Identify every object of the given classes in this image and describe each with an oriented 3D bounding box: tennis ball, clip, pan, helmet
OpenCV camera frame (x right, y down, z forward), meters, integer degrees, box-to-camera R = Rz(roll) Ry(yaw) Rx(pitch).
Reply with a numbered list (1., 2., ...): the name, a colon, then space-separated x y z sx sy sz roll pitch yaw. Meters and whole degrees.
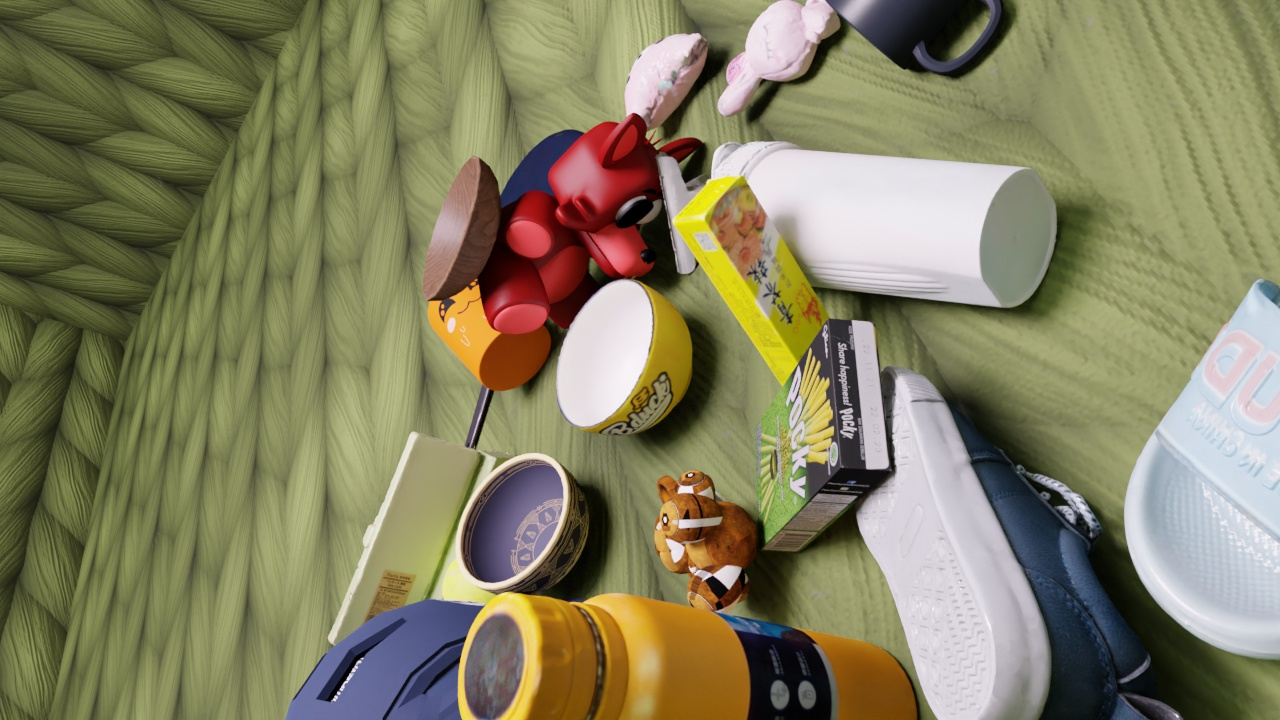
1. tennis ball: -0.132 0.189 0.765 0.065 0.065 0.065 -29 51 42
2. clip: 0.046 -0.119 0.708 0.054 0.102 0.040 -26 37 -17
3. pan: -0.130 -0.073 0.941 0.199 0.021 0.356 5 77 53
4. helmet: -0.123 0.263 0.626 0.233 0.223 0.271 -21 20 46

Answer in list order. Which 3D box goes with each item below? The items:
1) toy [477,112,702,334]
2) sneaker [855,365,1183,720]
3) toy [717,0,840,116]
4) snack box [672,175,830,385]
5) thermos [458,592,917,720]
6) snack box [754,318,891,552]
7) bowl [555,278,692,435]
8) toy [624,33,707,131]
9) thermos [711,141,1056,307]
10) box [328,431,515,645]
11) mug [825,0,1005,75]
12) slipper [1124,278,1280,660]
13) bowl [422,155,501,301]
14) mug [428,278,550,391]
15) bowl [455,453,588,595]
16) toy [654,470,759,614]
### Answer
1. toy: -0.041 -0.111 0.740 0.198 0.158 0.120 -41 77 21
2. sneaker: 0.161 0.078 0.428 0.235 0.087 0.089 -91 8 -59
3. toy: 0.100 -0.236 0.702 0.110 0.047 0.063 -37 37 40
4. snack box: 0.076 -0.039 0.543 0.040 0.148 0.029 -49 29 -22
5. thermos: 0.026 0.162 0.430 0.092 0.232 0.076 -54 38 19
6. snack box: 0.096 0.048 0.511 0.148 0.025 0.080 108 165 -62
7. bowl: -0.004 0.004 0.693 0.118 0.067 0.117 -29 50 42
8. toy: 0.017 -0.253 0.816 0.099 0.052 0.095 -50 27 19
9. thermos: 0.125 -0.080 0.550 0.221 0.099 0.099 18 87 51
10. box: -0.176 0.161 0.789 0.047 0.140 0.187 21 87 37
11. mug: 0.181 -0.228 0.583 0.078 0.071 0.105 -49 66 25
12. slipper: 0.269 -0.003 0.335 0.246 0.074 0.104 -55 36 15
13. bowl: -0.134 -0.098 0.710 0.118 0.030 0.117 -44 37 46
14. mug: -0.129 -0.041 0.865 0.112 0.078 0.096 -40 55 -11
15. bowl: -0.083 0.137 0.725 0.113 0.061 0.112 -23 46 26
16. toy: 0.036 0.112 0.581 0.113 0.067 0.087 -17 94 68
